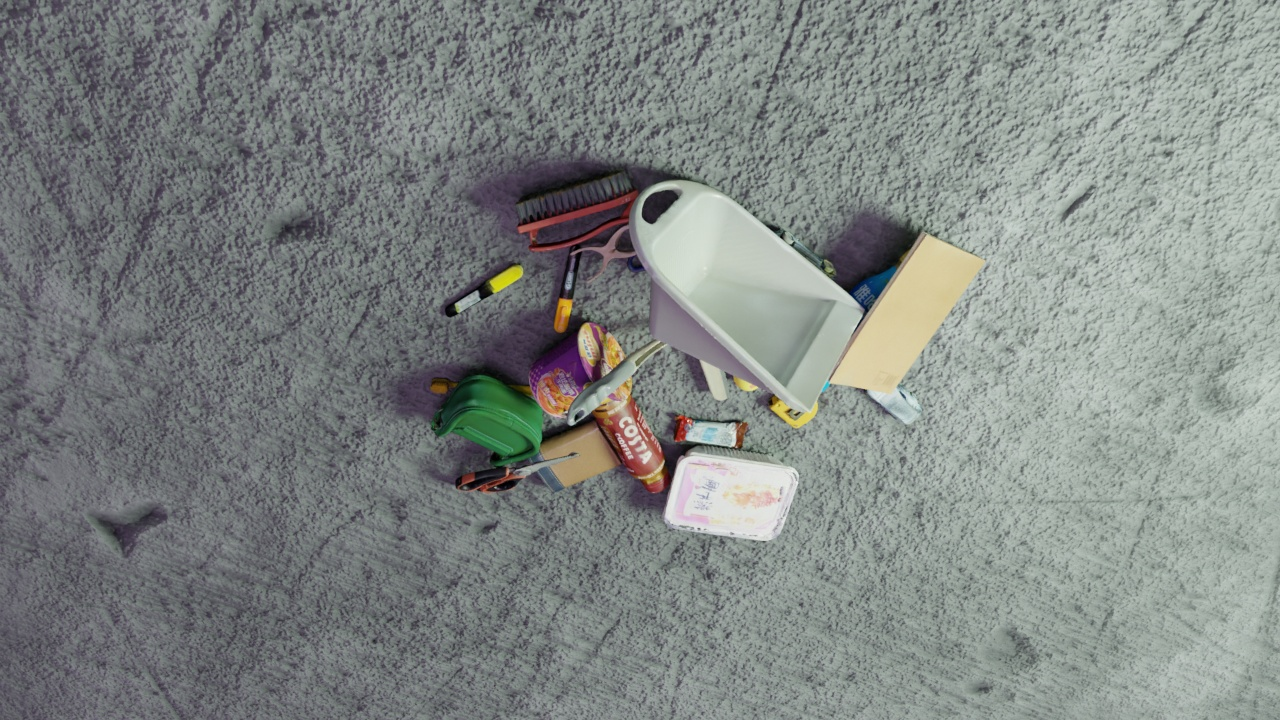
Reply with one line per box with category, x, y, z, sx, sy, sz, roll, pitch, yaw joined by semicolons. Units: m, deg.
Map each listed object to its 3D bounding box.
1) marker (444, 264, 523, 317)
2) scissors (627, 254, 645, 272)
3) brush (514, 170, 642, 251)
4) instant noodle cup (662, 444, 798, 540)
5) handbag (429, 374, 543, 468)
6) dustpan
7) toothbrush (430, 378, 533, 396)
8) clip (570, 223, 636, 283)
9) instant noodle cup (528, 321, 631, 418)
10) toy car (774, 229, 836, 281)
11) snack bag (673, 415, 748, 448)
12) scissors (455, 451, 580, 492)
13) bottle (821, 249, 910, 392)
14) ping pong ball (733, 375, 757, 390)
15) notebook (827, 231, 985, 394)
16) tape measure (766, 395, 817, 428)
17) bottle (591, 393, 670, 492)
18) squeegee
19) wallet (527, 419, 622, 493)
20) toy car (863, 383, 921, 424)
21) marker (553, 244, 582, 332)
marker;-0.200;-0.087;1.165;0.124;0.015;0.018;-28;118;20
scissors;0.065;-0.125;1.144;0.162;0.012;0.176;5;120;-4
brush;-0.072;-0.175;1.082;0.146;0.063;0.069;-15;109;7
instant noodle cup;0.126;0.182;1.310;0.173;0.060;0.138;10;122;-5
handbag;-0.202;0.088;1.232;0.131;0.067;0.120;30;130;-29
dustpan;0.111;-0.096;1.025;0.258;0.222;0.143;19;131;19
toothbrush;-0.189;0.041;1.243;0.190;0.016;0.016;4;123;-3
clip;-0.033;-0.136;1.116;0.101;0.034;0.076;-28;99;14
instant noodle cup;-0.082;0.020;1.183;0.099;0.111;0.111;-27;119;24
toy car;0.192;-0.122;1.134;0.105;0.031;0.049;33;117;-16
snack bag;0.096;0.100;1.277;0.105;0.026;0.045;7;113;-6
scissors;-0.160;0.157;1.273;0.210;0.015;0.177;-4;157;1
bottle;0.275;-0.050;1.162;0.065;0.065;0.219;32;116;-19
ping pong ball;0.143;0.020;1.219;0.040;0.040;0.040;0;122;0
notebook;0.329;-0.050;1.137;0.149;0.012;0.212;10;118;-43
tape measure;0.213;0.062;1.253;0.060;0.028;0.057;39;114;-22
bottle;-0.010;0.109;1.263;0.057;0.057;0.175;-22;120;13
squeegee;-0.007;0.007;1.133;0.245;0.039;0.247;-36;125;-29
wallet;-0.094;0.135;1.296;0.115;0.033;0.090;-23;122;12
toy car;0.343;0.052;1.246;0.090;0.034;0.043;39;117;-20
marker;-0.092;-0.090;1.163;0.018;0.015;0.124;7;120;-13
